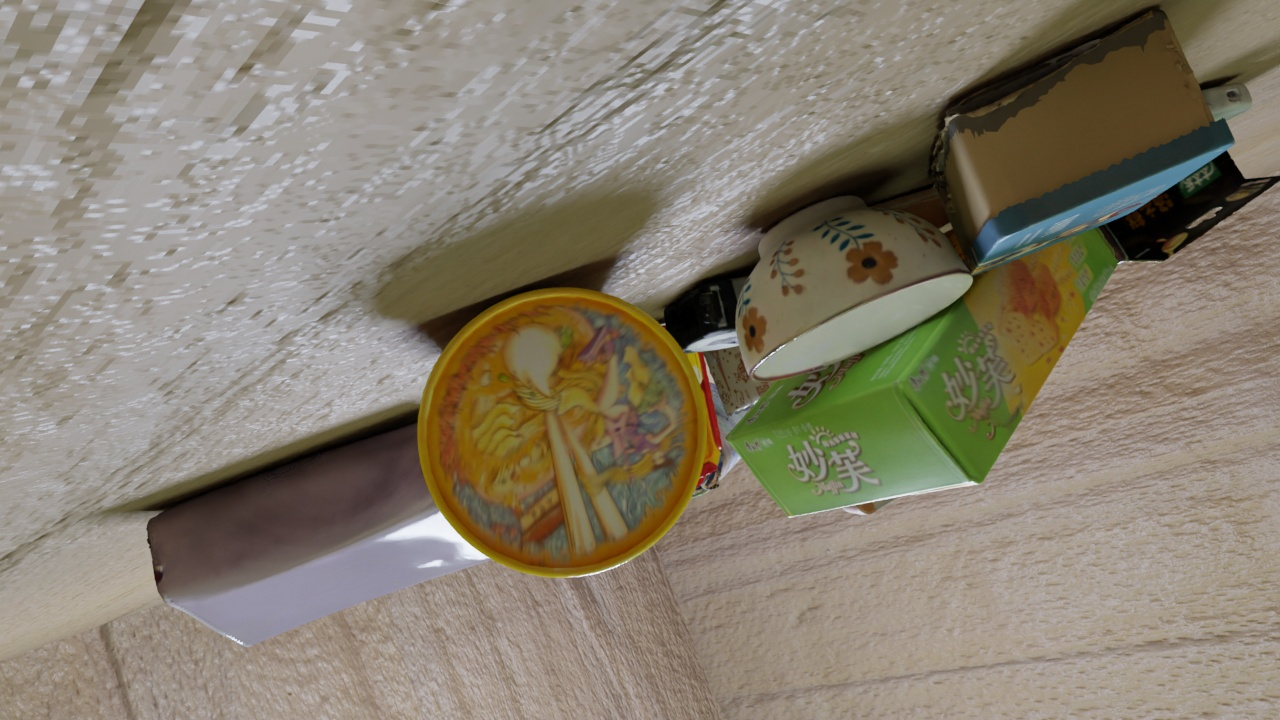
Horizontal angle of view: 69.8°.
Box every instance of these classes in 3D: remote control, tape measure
[{"bbox_3d":[0.305,-0.133,0.577,0.055,0.020,0.136,-18,174,-31],"label":"remote control"},{"bbox_3d":[0.055,-0.027,0.557,0.066,0.033,0.066,-8,172,-21],"label":"tape measure"}]

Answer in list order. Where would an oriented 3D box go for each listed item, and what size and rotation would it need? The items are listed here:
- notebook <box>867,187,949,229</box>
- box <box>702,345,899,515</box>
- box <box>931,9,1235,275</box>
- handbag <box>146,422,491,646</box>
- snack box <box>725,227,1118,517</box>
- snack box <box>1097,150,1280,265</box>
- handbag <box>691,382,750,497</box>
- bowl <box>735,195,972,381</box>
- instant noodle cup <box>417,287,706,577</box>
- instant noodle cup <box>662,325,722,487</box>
[{"bbox_3d":[0.132,-0.070,0.598,0.149,0.012,0.212,-18,174,-16],"label":"notebook"},{"bbox_3d":[0.190,0.029,0.818,0.182,0.193,0.157,-17,175,-32],"label":"box"},{"bbox_3d":[0.176,-0.083,0.392,0.090,0.060,0.184,-24,176,17],"label":"box"},{"bbox_3d":[-0.215,0.116,0.646,0.197,0.098,0.145,-19,158,-8],"label":"handbag"},{"bbox_3d":[0.170,-0.006,0.556,0.209,0.070,0.158,-44,-172,-32],"label":"snack box"},{"bbox_3d":[0.322,-0.092,0.604,0.113,0.053,0.126,-31,174,-16],"label":"snack box"},{"bbox_3d":[0.036,0.063,0.877,0.076,0.134,0.193,-69,167,14],"label":"handbag"},{"bbox_3d":[0.094,-0.040,0.445,0.113,0.062,0.113,-21,167,-5],"label":"bowl"},{"bbox_3d":[-0.038,0.030,0.426,0.118,0.118,0.114,-20,-178,-8],"label":"instant noodle cup"},{"bbox_3d":[-0.025,0.042,0.637,0.124,0.116,0.116,-11,-178,32],"label":"instant noodle cup"}]
